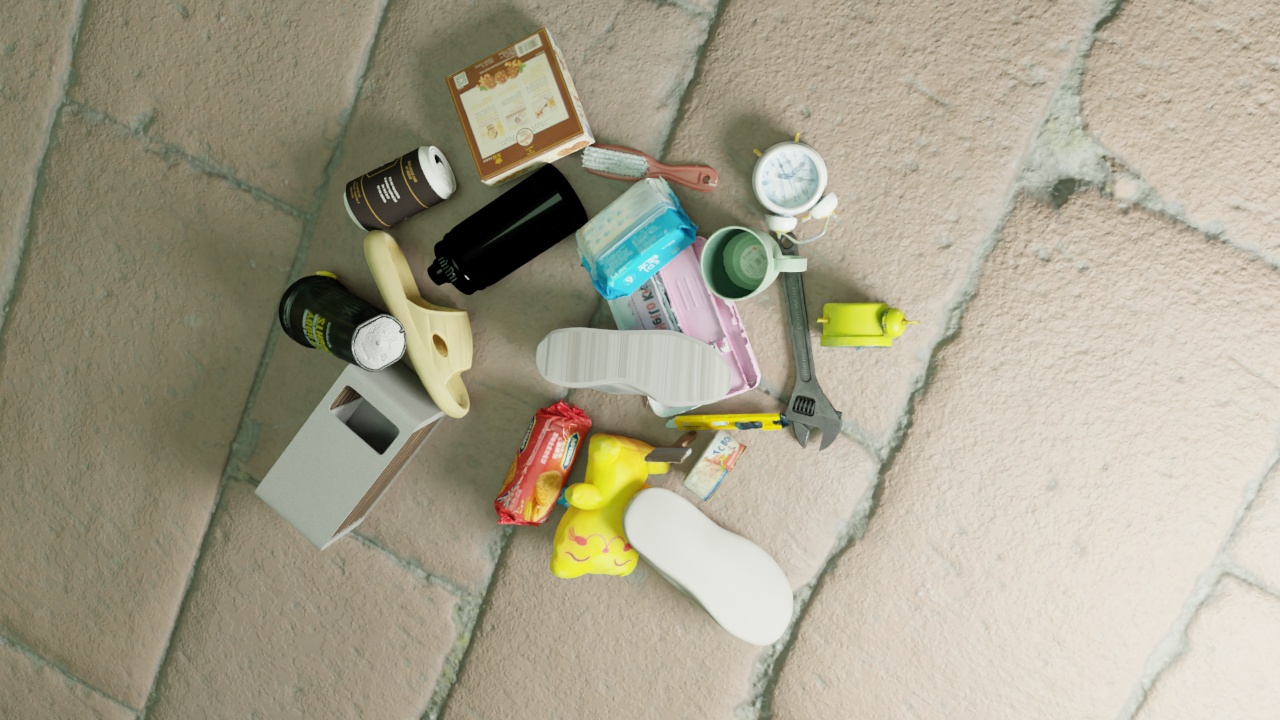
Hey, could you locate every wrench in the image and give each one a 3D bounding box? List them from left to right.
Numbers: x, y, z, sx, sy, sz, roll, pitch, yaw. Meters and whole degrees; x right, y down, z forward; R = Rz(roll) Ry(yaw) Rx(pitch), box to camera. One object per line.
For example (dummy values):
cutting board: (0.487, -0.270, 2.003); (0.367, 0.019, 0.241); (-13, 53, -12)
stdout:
wrench: (0.198, -0.022, 1.125); (0.073, 0.018, 0.273); (-7, 97, 21)

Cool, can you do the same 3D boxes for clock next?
clock: (0.181, -0.200, 1.083); (0.089, 0.052, 0.125); (-21, 98, 12)
clock: (0.267, -0.040, 1.078); (0.119, 0.083, 0.057); (1, 93, 13)

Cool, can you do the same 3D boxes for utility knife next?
utility knife: (0.108, 0.078, 1.152); (0.159, 0.017, 0.030); (-1, 135, 20)

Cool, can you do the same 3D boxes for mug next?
mug: (0.138, -0.114, 1.069); (0.111, 0.103, 0.084); (5, 100, 23)

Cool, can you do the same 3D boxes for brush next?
brush: (0.009, -0.234, 1.119); (0.172, 0.030, 0.041); (12, 102, 8)
brush: (0.048, 0.103, 1.111); (0.045, 0.142, 0.008); (-1, 98, 19)

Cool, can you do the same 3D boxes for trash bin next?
trash bin: (-0.375, 0.116, 1.208); (0.114, 0.114, 0.229); (41, 104, 2)

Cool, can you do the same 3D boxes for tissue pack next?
tissue pack: (-0.008, -0.146, 1.100); (0.144, 0.061, 0.093); (-38, 65, 12)

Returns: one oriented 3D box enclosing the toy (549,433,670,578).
toy: (-0.049, 0.182, 1.166); (0.134, 0.087, 0.194); (6, 105, -33)

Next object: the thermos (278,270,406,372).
thermos: (-0.375, -0.048, 1.148); (0.221, 0.098, 0.098); (20, 106, 46)

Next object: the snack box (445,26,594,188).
snack box: (-0.148, -0.305, 1.116); (0.143, 0.041, 0.147); (-22, 82, 13)

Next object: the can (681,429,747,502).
can: (0.092, 0.130, 1.137); (0.043, 0.086, 0.086); (35, 104, 5)

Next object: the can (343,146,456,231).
can: (-0.305, -0.216, 1.160); (0.129, 0.071, 0.072); (-22, 95, 13)

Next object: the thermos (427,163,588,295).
thermos: (-0.171, -0.153, 1.138); (0.199, 0.086, 0.086); (-31, 93, 14)

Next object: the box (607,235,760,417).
box: (0.050, -0.040, 1.144); (0.153, 0.037, 0.201); (-20, 95, 22)

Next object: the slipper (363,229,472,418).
slipper: (-0.264, -0.053, 1.161); (0.079, 0.111, 0.261); (-25, 96, 6)

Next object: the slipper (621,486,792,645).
slipper: (0.076, 0.257, 1.165); (0.266, 0.081, 0.112); (38, 70, -14)

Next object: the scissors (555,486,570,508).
scissors: (-0.113, 0.167, 1.221); (0.140, 0.013, 0.118); (-5, 94, 11)

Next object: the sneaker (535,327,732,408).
sneaker: (-0.007, 0.006, 1.127); (0.236, 0.089, 0.099); (9, 91, 2)

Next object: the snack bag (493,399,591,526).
snack bag: (-0.125, 0.131, 1.178); (0.082, 0.082, 0.176); (26, 96, 6)
